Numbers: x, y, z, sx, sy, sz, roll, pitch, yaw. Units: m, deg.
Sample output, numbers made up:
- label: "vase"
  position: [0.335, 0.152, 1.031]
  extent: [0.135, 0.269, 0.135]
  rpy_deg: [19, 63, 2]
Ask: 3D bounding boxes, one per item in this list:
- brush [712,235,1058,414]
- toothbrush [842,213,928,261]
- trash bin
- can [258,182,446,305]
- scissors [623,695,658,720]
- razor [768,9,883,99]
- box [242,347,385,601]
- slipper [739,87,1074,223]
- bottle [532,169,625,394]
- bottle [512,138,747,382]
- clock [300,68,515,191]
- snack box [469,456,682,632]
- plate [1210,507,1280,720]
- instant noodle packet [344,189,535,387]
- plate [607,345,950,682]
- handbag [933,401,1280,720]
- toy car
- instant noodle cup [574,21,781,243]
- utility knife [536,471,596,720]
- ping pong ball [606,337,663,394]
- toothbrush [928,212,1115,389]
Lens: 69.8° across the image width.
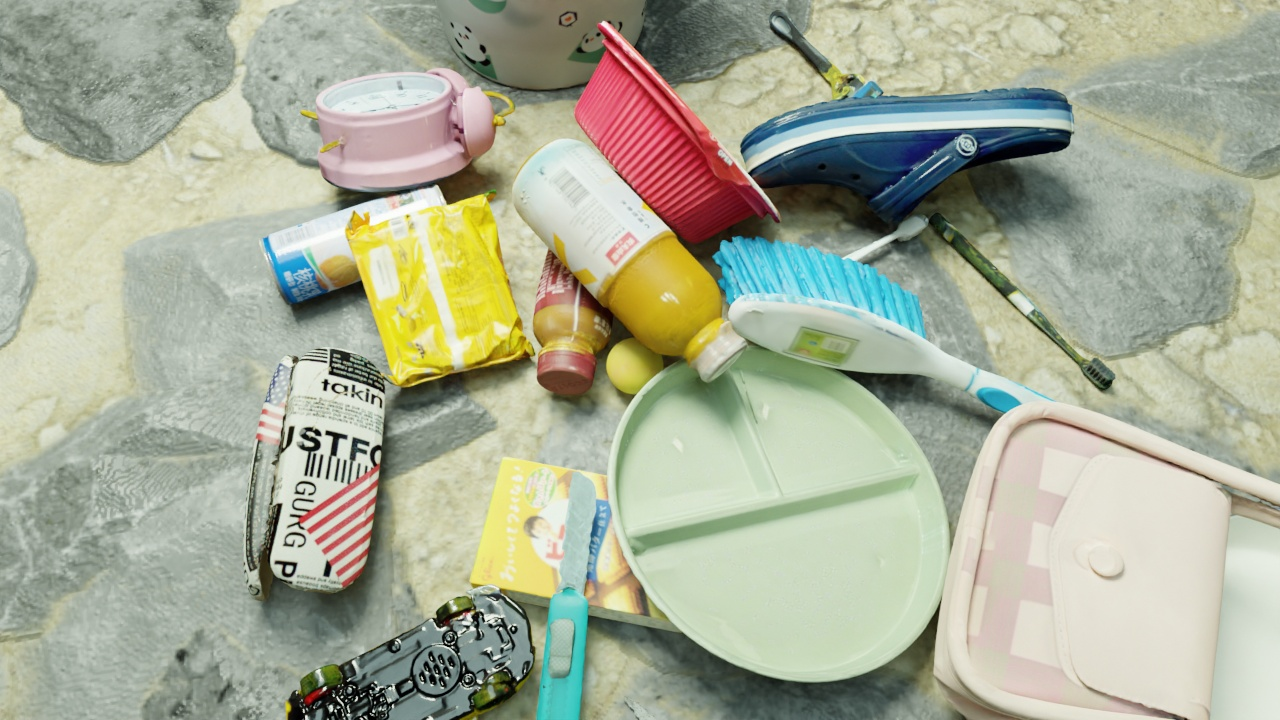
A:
- label: "brush"
  position: [0.202, -0.006, 0.649]
  extent: [0.314, 0.061, 0.109]
  rpy_deg: [13, 39, -12]
- label: "toothbrush"
  position: [0.148, -0.069, 0.709]
  extent: [0.180, 0.016, 0.016]
  rpy_deg: [-29, 69, -13]
- label: "trash bin"
  position: [-0.083, -0.370, 0.724]
  extent: [0.229, 0.252, 0.229]
  rpy_deg: [1, 62, -1]
- label: "can"
  position: [-0.208, -0.088, 0.684]
  extent: [0.134, 0.053, 0.053]
  rpy_deg: [-22, 65, -13]
- label: "scissors"
  position: [0.057, 0.264, 0.533]
  extent: [0.181, 0.014, 0.159]
  rpy_deg: [-13, 61, -6]
- label: "razor"
  position: [0.157, -0.261, 0.806]
  extent: [0.043, 0.022, 0.142]
  rpy_deg: [-47, 61, 24]
- label: "box"
  position: [-0.220, 0.073, 0.596]
  extent: [0.076, 0.088, 0.162]
  rpy_deg: [19, 58, -38]
- label: "slipper"
  position: [0.204, -0.154, 0.714]
  extent: [0.253, 0.105, 0.095]
  rpy_deg: [-6, 89, 2]
- label: "bottle"
  position: [-0.045, -0.061, 0.672]
  extent: [0.057, 0.058, 0.174]
  rpy_deg: [6, 62, 1]
- label: "bottle"
  position: [-0.006, -0.065, 0.610]
  extent: [0.068, 0.068, 0.189]
  rpy_deg: [-39, 78, -20]
- label: "clock"
  position: [-0.174, -0.184, 0.709]
  extent: [0.158, 0.060, 0.117]
  rpy_deg: [-16, 35, -21]
- label: "snack box"
  position: [-0.032, 0.118, 0.594]
  extent: [0.140, 0.034, 0.086]
  rpy_deg: [9, 62, 5]
- label: "plate"
  position: [0.395, 0.195, 0.560]
  extent: [0.205, 0.046, 0.204]
  rpy_deg: [1, 63, -2]
- label: "instant noodle packet"
  position: [-0.142, -0.052, 0.651]
  extent: [0.110, 0.044, 0.128]
  rpy_deg: [-15, 91, -15]
- label: "plate"
  position: [0.088, 0.092, 0.589]
  extent: [0.230, 0.028, 0.229]
  rpy_deg: [7, 57, -12]
- label: "handbag"
  position: [0.299, 0.135, 0.521]
  extent: [0.234, 0.093, 0.193]
  rpy_deg: [9, 62, 28]
- label: "toy car"
  position: [-0.133, 0.195, 0.544]
  extent: [0.155, 0.041, 0.071]
  rpy_deg: [-28, 67, -11]
- label: "instant noodle cup"
  position: [0.017, -0.154, 0.674]
  extent: [0.066, 0.193, 0.194]
  rpy_deg: [-42, 68, 10]
- label: "utility knife"
  position: [-0.047, 0.177, 0.547]
  extent: [0.029, 0.013, 0.222]
  rpy_deg: [6, 76, -1]
- label: "ping pong ball"
  position: [-0.004, 0.004, 0.650]
  extent: [0.040, 0.040, 0.040]
  rpy_deg: [1, 62, -2]
- label: "toothbrush"
  position: [0.288, -0.050, 0.699]
  extent: [0.012, 0.017, 0.186]
  rpy_deg: [-36, 68, -7]
